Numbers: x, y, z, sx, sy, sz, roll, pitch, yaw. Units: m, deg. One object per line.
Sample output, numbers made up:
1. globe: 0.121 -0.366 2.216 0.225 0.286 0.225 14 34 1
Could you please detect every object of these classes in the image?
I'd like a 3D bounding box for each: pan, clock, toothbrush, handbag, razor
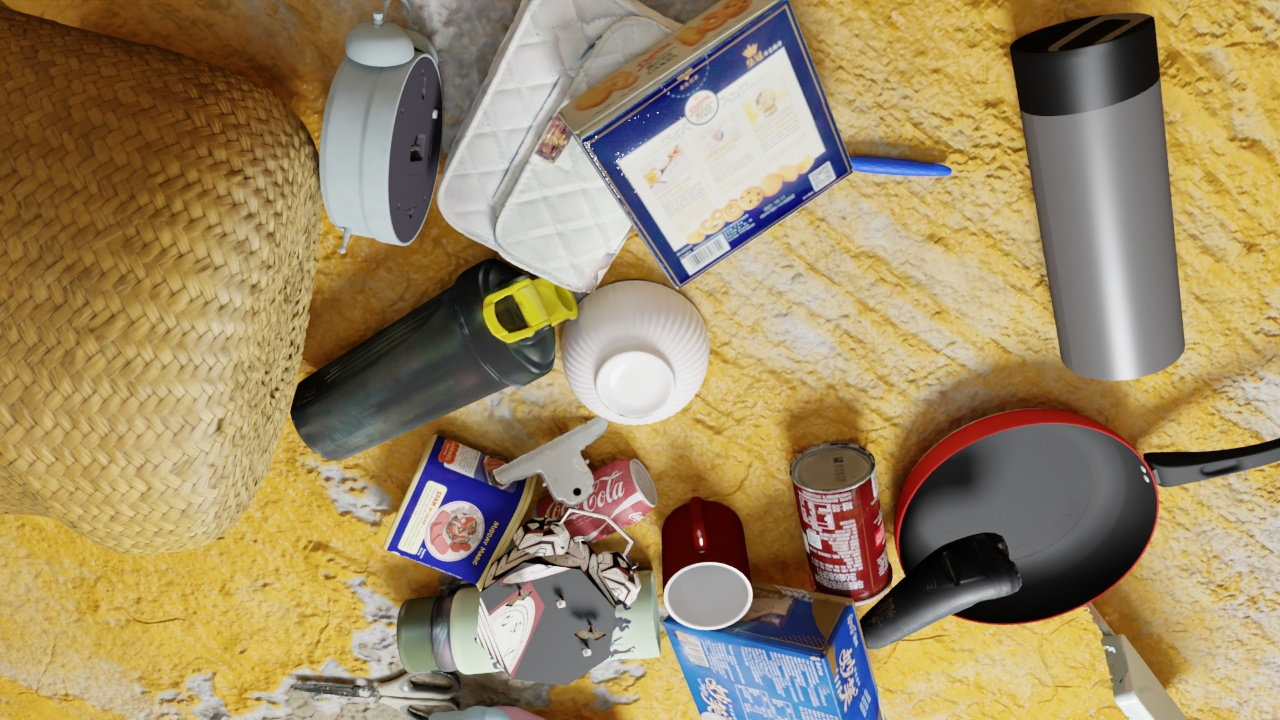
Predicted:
1. pan: 0.381 0.102 0.746 0.357 0.067 0.209 -25 115 14
2. clock: -0.064 0.187 0.729 0.114 0.065 0.155 29 106 -7
3. toothbrush: 0.130 -0.144 0.647 0.182 0.016 0.018 4 113 -2
4. handbag: -0.045 -0.149 0.614 0.138 0.072 0.195 26 116 -15
5. razor: 0.244 0.197 0.757 0.067 0.053 0.152 24 127 -29
6. clock: -0.162 -0.151 0.590 0.045 0.122 0.159 9 104 0

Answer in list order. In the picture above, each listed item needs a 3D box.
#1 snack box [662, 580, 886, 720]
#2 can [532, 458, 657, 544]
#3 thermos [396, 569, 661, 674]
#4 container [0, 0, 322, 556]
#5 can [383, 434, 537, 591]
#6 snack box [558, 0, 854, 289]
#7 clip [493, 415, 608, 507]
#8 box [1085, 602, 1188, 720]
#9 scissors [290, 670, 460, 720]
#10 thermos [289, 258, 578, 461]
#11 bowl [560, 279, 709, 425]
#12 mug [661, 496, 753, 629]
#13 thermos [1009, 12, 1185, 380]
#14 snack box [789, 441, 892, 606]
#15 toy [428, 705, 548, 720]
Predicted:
1. snack box: 0.126 0.294 0.815 0.155 0.069 0.203 1 123 36
2. can: -0.038 0.122 0.769 0.097 0.054 0.054 -28 114 14
3. thermos: -0.100 0.232 0.820 0.231 0.082 0.082 -6 118 5
4. container: -0.310 -0.041 0.552 0.196 0.306 0.308 9 118 -13
5. can: -0.153 0.127 0.773 0.092 0.056 0.116 24 116 -10
6. snack box: 0.047 -0.137 0.579 0.144 0.042 0.145 -33 135 5
7. clip: -0.060 0.086 0.726 0.101 0.058 0.050 -28 158 -14
8. box: 0.452 0.298 0.812 0.041 0.134 0.197 -30 115 26
9. scissors: -0.257 0.317 0.900 0.171 0.012 0.121 31 111 -13
10. thermos: -0.157 0.002 0.686 0.221 0.098 0.098 -25 115 18
11. bowl: -0.004 0.004 0.701 0.118 0.062 0.118 0 118 0
12. mug: 0.052 0.158 0.771 0.073 0.082 0.106 -8 118 5
13. thermos: 0.315 -0.108 0.626 0.082 0.082 0.240 -18 117 10
14. snack box: 0.168 0.136 0.766 0.072 0.072 0.121 -12 117 7
15. toy: -0.093 0.394 0.891 0.171 0.119 0.222 -28 116 25
